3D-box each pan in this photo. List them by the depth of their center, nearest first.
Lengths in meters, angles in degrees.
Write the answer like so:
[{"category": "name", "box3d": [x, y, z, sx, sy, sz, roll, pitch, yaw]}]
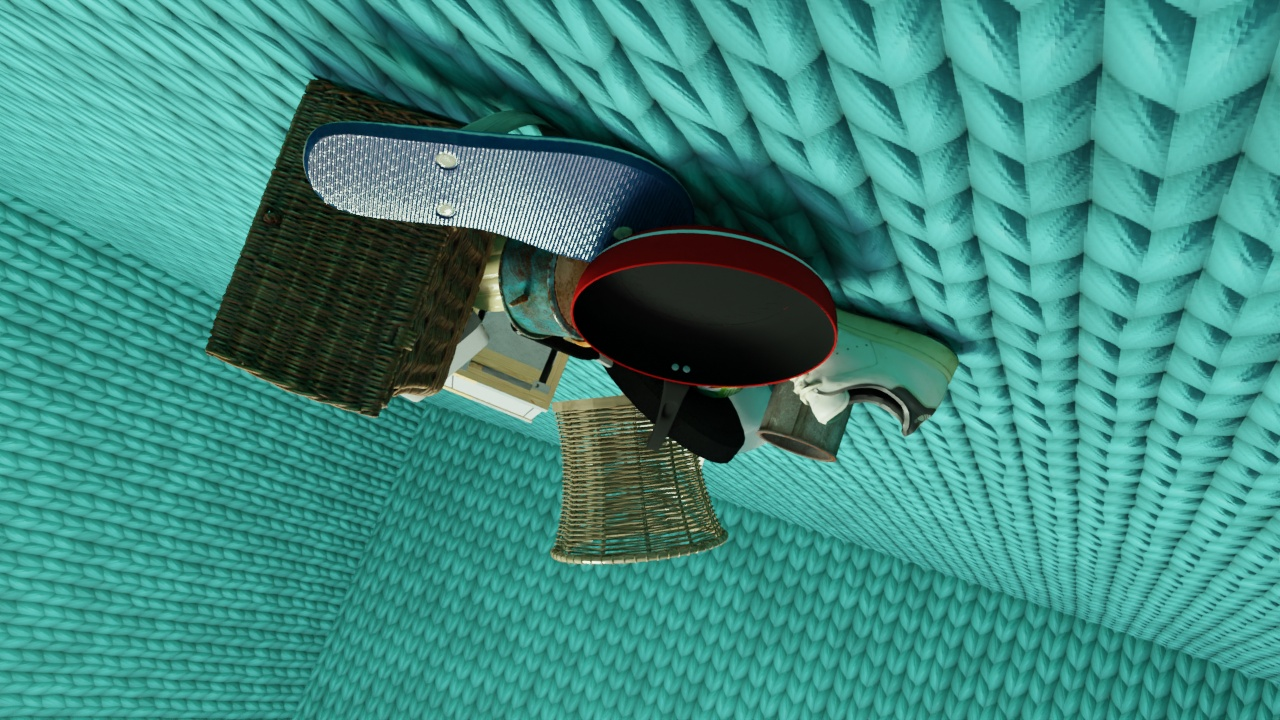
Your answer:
[{"category": "pan", "box3d": [0.040, -0.005, 0.797, 0.209, 0.067, 0.357, 10, 155, -4]}, {"category": "pan", "box3d": [-0.006, 0.006, 0.995, 0.356, 0.034, 0.225, 24, -154, -49]}]

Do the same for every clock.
[{"category": "clock", "box3d": [-0.065, -0.074, 0.857, 0.073, 0.121, 0.157, 8, 169, 34]}]

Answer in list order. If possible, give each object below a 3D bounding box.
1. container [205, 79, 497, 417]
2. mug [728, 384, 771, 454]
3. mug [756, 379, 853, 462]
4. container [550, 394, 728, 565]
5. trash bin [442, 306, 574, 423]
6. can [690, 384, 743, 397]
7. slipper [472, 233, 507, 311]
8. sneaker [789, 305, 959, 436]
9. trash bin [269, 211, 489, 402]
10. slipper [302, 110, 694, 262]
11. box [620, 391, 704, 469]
[{"category": "container", "box3d": [-0.233, -0.084, 0.828, 0.162, 0.250, 0.183, 20, 177, 7]}, {"category": "mug", "box3d": [0.146, 0.074, 1.219, 0.115, 0.068, 0.095, -3, 149, -41]}, {"category": "mug", "box3d": [0.195, 0.053, 1.008, 0.096, 0.110, 0.123, 18, 170, 43]}, {"category": "container", "box3d": [-0.009, 0.142, 1.179, 0.227, 0.196, 0.227, -6, 178, 0]}, {"category": "trash bin", "box3d": [-0.182, -0.013, 1.277, 0.142, 0.142, 0.247, 23, 169, -8]}, {"category": "can", "box3d": [0.086, -0.010, 0.962, 0.083, 0.083, 0.144, 20, 169, 4]}, {"category": "slipper", "box3d": [-0.169, -0.093, 0.992, 0.262, 0.079, 0.111, 15, 150, 41]}, {"category": "sneaker", "box3d": [0.158, 0.001, 0.836, 0.241, 0.102, 0.089, 20, 169, 10]}, {"category": "trash bin", "box3d": [-0.282, -0.079, 0.989, 0.229, 0.114, 0.114, 48, 172, 3]}, {"category": "slipper", "box3d": [-0.098, -0.140, 0.693, 0.294, 0.060, 0.118, 7, 147, -14]}, {"category": "box", "box3d": [0.043, 0.091, 1.350, 0.145, 0.065, 0.186, 17, 148, 11]}]
